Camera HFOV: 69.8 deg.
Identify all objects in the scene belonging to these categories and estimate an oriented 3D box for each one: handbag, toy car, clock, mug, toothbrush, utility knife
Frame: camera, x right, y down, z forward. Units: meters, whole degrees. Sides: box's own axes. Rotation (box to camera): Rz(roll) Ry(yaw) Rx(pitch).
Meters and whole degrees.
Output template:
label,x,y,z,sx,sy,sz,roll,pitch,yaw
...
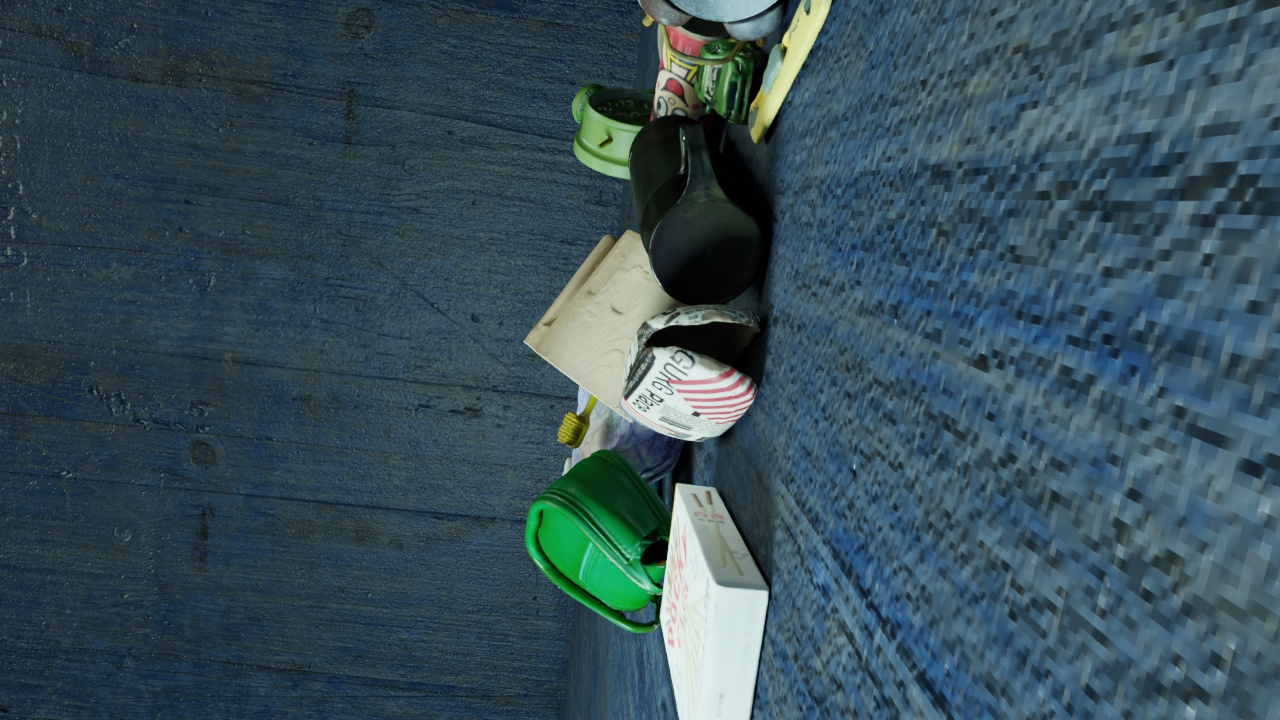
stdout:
label,x,y,z,sx,sy,sz,roll,pitch,yaw
handbag,-0.004,0.004,0.751,0.134,0.075,0.193,-36,43,58
toy car,0.054,-0.175,0.568,0.091,0.036,0.043,-100,18,-63
clock,0.041,-0.211,0.474,0.055,0.082,0.122,-82,2,-53
handbag,-0.022,0.137,0.670,0.067,0.120,0.132,-35,-23,-30
mug,-0.019,-0.030,0.636,0.103,0.084,0.125,-54,39,-2
toothbrush,-0.014,-0.023,0.678,0.016,0.016,0.190,22,84,45
utility knife,0.073,-0.147,0.438,0.178,0.019,0.031,131,140,-75
clock,-0.012,-0.249,0.970,0.161,0.116,0.056,-107,23,-51

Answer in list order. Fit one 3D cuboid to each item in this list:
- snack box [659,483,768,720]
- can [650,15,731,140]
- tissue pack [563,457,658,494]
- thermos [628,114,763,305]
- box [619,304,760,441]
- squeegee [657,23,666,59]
label,x,y,z,sx,sy,sz,roll,pitch,yaw
snack box,0.033,0.124,0.464,0.156,0.027,0.085,-118,34,-81
can,0.038,-0.202,0.688,0.133,0.053,0.053,102,173,-55
tissue pack,-0.029,0.147,0.827,0.139,0.090,0.063,-91,8,-55
thermos,0.030,-0.112,0.570,0.242,0.068,0.090,-97,7,-68
box,0.021,0.020,0.510,0.164,0.074,0.077,124,147,-76
squeegee,0.041,-0.386,1.030,0.247,0.039,0.246,107,169,-68
